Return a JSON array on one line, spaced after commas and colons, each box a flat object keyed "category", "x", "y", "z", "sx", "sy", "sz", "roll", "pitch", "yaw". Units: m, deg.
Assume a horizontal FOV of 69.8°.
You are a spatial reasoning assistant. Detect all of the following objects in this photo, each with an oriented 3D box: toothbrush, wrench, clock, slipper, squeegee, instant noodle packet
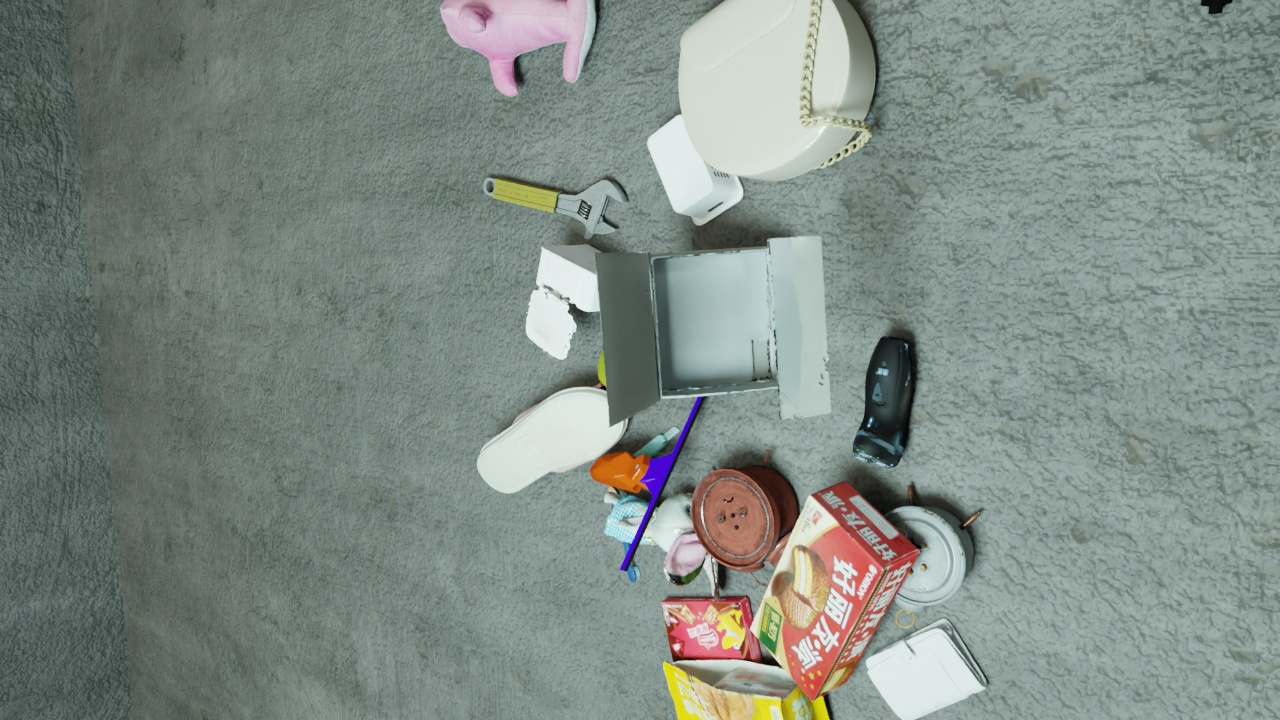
[{"category": "toothbrush", "x": -0.023, "y": 0.240, "z": 1.272, "sx": 0.022, "sy": 0.017, "sz": 0.135, "roll": -20, "pitch": 82, "yaw": 36}, {"category": "wrench", "x": -0.126, "y": -0.227, "z": 1.280, "sx": 0.274, "sy": 0.018, "sz": 0.084, "roll": 21, "pitch": 110, "yaw": 36}, {"category": "clock", "x": 0.132, "y": 0.196, "z": 1.095, "sx": 0.121, "sy": 0.072, "sz": 0.157, "roll": -23, "pitch": 81, "yaw": 40}, {"category": "slipper", "x": -0.125, "y": 0.109, "z": 1.294, "sx": 0.275, "sy": 0.054, "sz": 0.114, "roll": -29, "pitch": 104, "yaw": 32}, {"category": "clock", "x": 0.296, "y": 0.216, "z": 0.972, "sx": 0.104, "sy": 0.056, "sz": 0.148, "roll": 21, "pitch": 108, "yaw": 38}, {"category": "squeegee", "x": -0.020, "y": 0.144, "z": 1.185, "sx": 0.185, "sy": 0.055, "sz": 0.249, "roll": -15, "pitch": 46, "yaw": 61}, {"category": "instant noodle packet", "x": 0.127, "y": 0.457, "z": 1.135, "sx": 0.222, "sy": 0.084, "sz": 0.163, "roll": -8, "pitch": 102, "yaw": 46}]

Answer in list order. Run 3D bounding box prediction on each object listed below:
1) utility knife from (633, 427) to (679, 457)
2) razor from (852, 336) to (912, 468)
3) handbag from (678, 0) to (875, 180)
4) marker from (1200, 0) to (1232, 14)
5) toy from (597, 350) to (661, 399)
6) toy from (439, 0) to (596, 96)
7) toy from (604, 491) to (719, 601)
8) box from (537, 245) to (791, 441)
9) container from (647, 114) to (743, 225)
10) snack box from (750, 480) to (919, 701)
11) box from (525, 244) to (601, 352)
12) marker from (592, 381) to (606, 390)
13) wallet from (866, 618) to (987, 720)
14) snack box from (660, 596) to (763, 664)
[{"category": "utility knife", "x": 0.008, "y": 0.125, "z": 1.227, "sx": 0.129, "sy": 0.015, "sz": 0.022, "roll": -43, "pitch": 74, "yaw": 34}, {"category": "razor", "x": 0.256, "y": 0.045, "z": 0.973, "sx": 0.053, "sy": 0.063, "sz": 0.140, "roll": 13, "pitch": 106, "yaw": 37}, {"category": "handbag", "x": 0.139, "y": -0.305, "z": 0.993, "sx": 0.211, "sy": 0.103, "sz": 0.208, "roll": -24, "pitch": 78, "yaw": 38}, {"category": "marker", "x": 0.478, "y": -0.350, "z": 0.751, "sx": 0.025, "sy": 0.025, "sz": 0.126, "roll": 8, "pitch": 102, "yaw": 39}, {"category": "toy", "x": -0.007, "y": 0.007, "z": 1.189, "sx": 0.110, "sy": 0.051, "sz": 0.090, "roll": 8, "pitch": 94, "yaw": 23}, {"category": "toy", "x": -0.181, "y": -0.453, "z": 1.223, "sx": 0.266, "sy": 0.127, "sz": 0.187, "roll": 11, "pitch": 100, "yaw": 33}, {"category": "toy", "x": 0.033, "y": 0.213, "z": 1.186, "sx": 0.205, "sy": 0.131, "sz": 0.105, "roll": 27, "pitch": 83, "yaw": 45}, {"category": "box", "x": 0.024, "y": -0.033, "z": 0.956, "sx": 0.150, "sy": 0.367, "sz": 0.167, "roll": -1, "pitch": 97, "yaw": 37}, {"category": "container", "x": 0.061, "y": -0.235, "z": 1.102, "sx": 0.081, "sy": 0.049, "sz": 0.129, "roll": -29, "pitch": 78, "yaw": 39}, {"category": "snack box", "x": 0.206, "y": 0.257, "z": 1.009, "sx": 0.113, "sy": 0.060, "sz": 0.237, "roll": 46, "pitch": 137, "yaw": 36}, {"category": "box", "x": -0.087, "y": -0.071, "z": 1.206, "sx": 0.109, "sy": 0.123, "sz": 0.137, "roll": 27, "pitch": 116, "yaw": 33}, {"category": "marker", "x": -0.068, "y": 0.046, "z": 1.273, "sx": 0.145, "sy": 0.021, "sz": 0.023, "roll": -30, "pitch": 84, "yaw": 39}, {"category": "wallet", "x": 0.308, "y": 0.341, "z": 0.998, "sx": 0.086, "sy": 0.032, "sz": 0.116, "roll": 54, "pitch": 126, "yaw": 17}, {"category": "snack box", "x": 0.090, "y": 0.352, "z": 1.188, "sx": 0.133, "sy": 0.021, "sz": 0.089, "roll": -13, "pitch": 89, "yaw": 40}]
